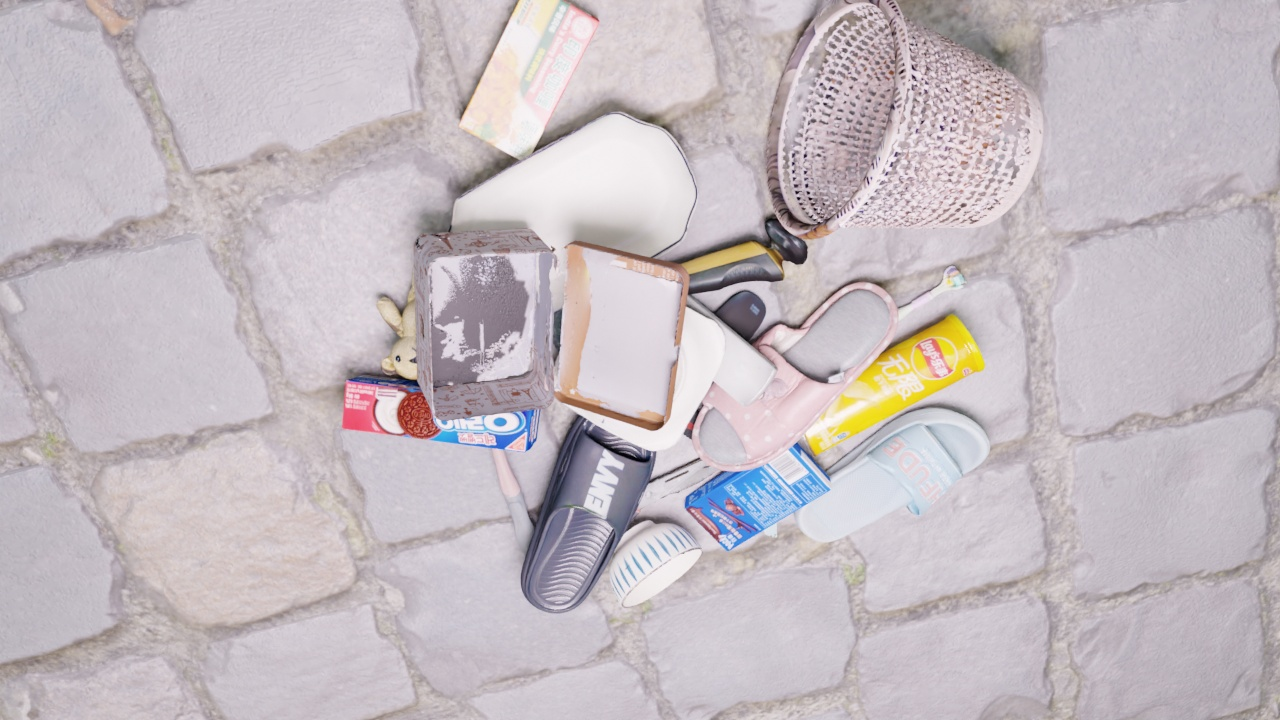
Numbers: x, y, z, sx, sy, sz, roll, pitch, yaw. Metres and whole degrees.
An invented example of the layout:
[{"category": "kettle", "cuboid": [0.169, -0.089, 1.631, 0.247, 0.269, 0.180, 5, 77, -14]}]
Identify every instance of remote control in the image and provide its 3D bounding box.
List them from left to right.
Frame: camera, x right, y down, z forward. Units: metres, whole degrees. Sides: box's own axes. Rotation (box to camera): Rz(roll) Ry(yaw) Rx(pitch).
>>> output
[{"category": "remote control", "cuboid": [0.086, -0.019, 1.027, 0.053, 0.024, 0.137, 37, 106, -18]}, {"category": "remote control", "cuboid": [0.084, -0.011, 0.997, 0.135, 0.019, 0.056, 41, 106, 15]}]

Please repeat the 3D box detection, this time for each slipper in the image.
[{"category": "slipper", "cuboid": [-0.055, 0.178, 1.038, 0.110, 0.083, 0.268, 20, 99, -15]}, {"category": "slipper", "cuboid": [0.165, 0.018, 1.006, 0.275, 0.114, 0.054, -41, 154, 10]}, {"category": "slipper", "cuboid": [0.295, 0.143, 1.083, 0.246, 0.074, 0.104, -33, 110, 12]}]

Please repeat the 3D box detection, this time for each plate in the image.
[{"category": "plate", "cuboid": [-0.072, -0.148, 0.950, 0.266, 0.034, 0.162, -29, 117, 7]}, {"category": "plate", "cuboid": [-0.006, 0.006, 0.982, 0.164, 0.034, 0.164, 27, 101, 2]}]

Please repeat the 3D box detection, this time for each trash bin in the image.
[{"category": "trash bin", "cuboid": [0.255, -0.213, 0.867, 0.192, 0.227, 0.228, 7, 113, -20]}]

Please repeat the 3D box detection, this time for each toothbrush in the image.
[{"category": "toothbrush", "cuboid": [0.276, -0.045, 1.032, 0.190, 0.029, 0.020, -33, 152, 12]}]

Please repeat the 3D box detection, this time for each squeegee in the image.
[{"category": "squeegee", "cuboid": [-0.153, 0.141, 1.073, 0.247, 0.040, 0.250, -13, 114, 1]}]

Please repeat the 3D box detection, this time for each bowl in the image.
[{"category": "bowl", "cuboid": [0.009, 0.234, 1.097, 0.117, 0.116, 0.066, -43, 65, 14]}]

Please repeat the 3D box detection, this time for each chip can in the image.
[{"category": "chip can", "cuboid": [0.273, 0.029, 1.034, 0.213, 0.072, 0.072, -29, 112, 9]}]

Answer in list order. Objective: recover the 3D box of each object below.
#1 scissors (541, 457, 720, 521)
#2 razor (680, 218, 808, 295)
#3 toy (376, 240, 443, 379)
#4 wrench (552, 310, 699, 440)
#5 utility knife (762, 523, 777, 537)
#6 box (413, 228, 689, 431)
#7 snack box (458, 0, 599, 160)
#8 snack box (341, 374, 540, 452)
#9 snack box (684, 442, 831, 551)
[{"category": "scissors", "cuboid": [-0.012, 0.155, 1.091, 0.196, 0.015, 0.206, 26, 101, -16]}, {"category": "razor", "cuboid": [0.094, -0.105, 0.981, 0.167, 0.062, 0.067, -15, 83, 9]}, {"category": "toy", "cuboid": [-0.226, -0.054, 0.971, 0.105, 0.066, 0.157, 13, 96, -16]}, {"category": "wrench", "cuboid": [0.003, 0.030, 1.044, 0.273, 0.016, 0.056, 38, 94, -18]}, {"category": "utility knife", "cuboid": [0.153, 0.123, 1.096, 0.034, 0.018, 0.216, -7, 115, -2]}, {"category": "box", "cuboid": [-0.093, -0.031, 0.915, 0.274, 0.124, 0.179, 5, 116, -2]}, {"category": "snack box", "cuboid": [-0.110, -0.281, 0.901, 0.077, 0.027, 0.156, 26, 109, -15]}, {"category": "snack box", "cuboid": [-0.216, 0.056, 1.004, 0.207, 0.057, 0.058, 7, 95, 1]}, {"category": "snack box", "cuboid": [0.138, 0.158, 1.090, 0.157, 0.026, 0.084, -36, 110, 23]}]
